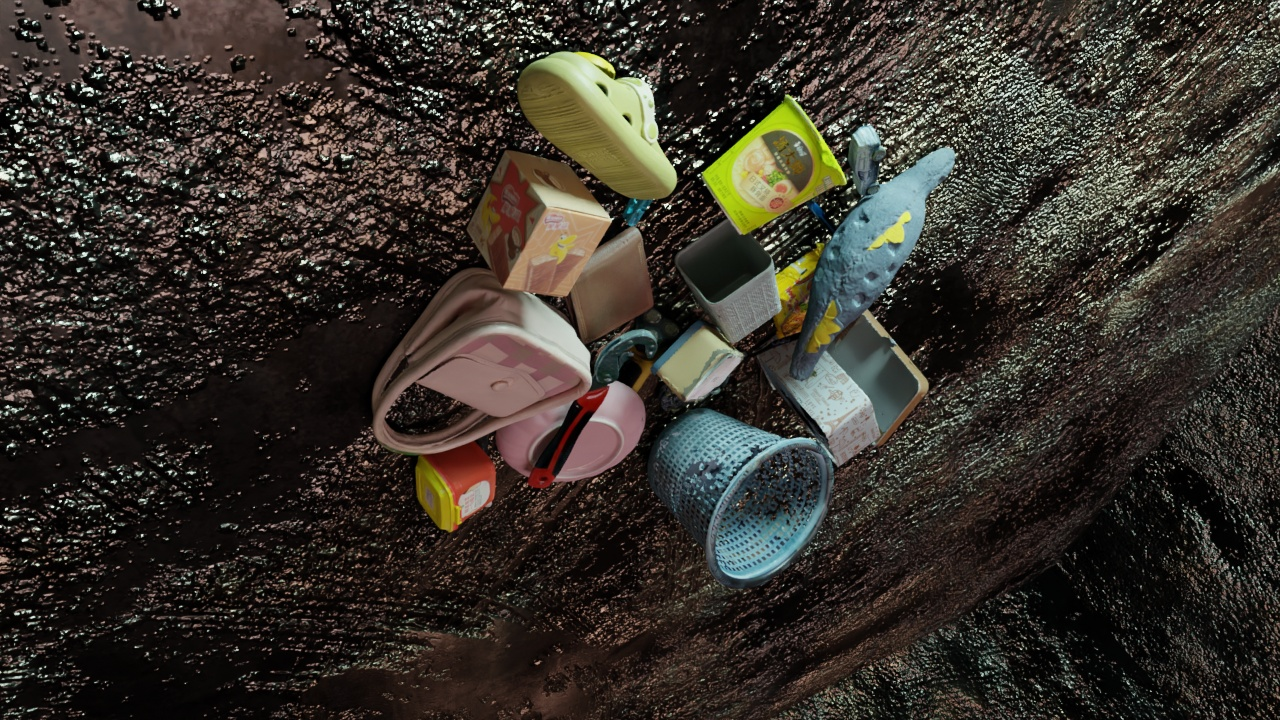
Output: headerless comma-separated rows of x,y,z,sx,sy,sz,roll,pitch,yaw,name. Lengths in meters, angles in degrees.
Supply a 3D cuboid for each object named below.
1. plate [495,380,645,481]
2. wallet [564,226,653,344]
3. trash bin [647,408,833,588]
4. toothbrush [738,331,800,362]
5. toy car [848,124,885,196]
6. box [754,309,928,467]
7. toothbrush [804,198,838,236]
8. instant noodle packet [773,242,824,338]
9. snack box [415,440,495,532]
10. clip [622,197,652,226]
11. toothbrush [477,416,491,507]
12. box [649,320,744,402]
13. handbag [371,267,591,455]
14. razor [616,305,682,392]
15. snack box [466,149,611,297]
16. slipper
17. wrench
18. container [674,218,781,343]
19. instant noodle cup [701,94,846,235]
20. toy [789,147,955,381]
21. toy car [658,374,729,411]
-0.083,0.097,1.147,0.192,0.039,0.193,-10,140,-9,plate
-0.036,-0.082,1.025,0.101,0.032,0.125,-30,146,-13,wallet
0.121,0.170,1.284,0.226,0.195,0.227,-19,124,-31,trash bin
0.199,-0.030,1.234,0.189,0.014,0.017,-21,125,27,toothbrush
0.266,-0.235,1.087,0.034,0.043,0.091,-16,144,-4,toy car
0.294,0.024,1.295,0.178,0.182,0.153,-37,146,1,box
0.248,-0.167,1.181,0.014,0.016,0.189,-36,144,17,toothbrush
0.216,-0.088,1.219,0.111,0.044,0.128,-39,145,-2,instant noodle packet
-0.219,0.148,1.100,0.080,0.082,0.091,-26,146,-31,snack box
-0.002,-0.166,0.961,0.014,0.040,0.056,-1,140,-38,clip
-0.195,0.127,1.150,0.015,0.018,0.181,-16,140,-21,toothbrush
0.072,0.003,1.128,0.090,0.061,0.184,-45,168,6,box
-0.186,0.023,0.987,0.234,0.093,0.193,-36,145,14,handbag
-0.007,0.007,1.136,0.067,0.062,0.168,-46,169,-50,razor
-0.097,-0.127,0.861,0.077,0.092,0.095,5,129,-43,snack box
-0.031,-0.219,0.833,0.190,0.092,0.081,38,64,-45,slipper
-0.066,0.063,1.071,0.056,0.016,0.274,15,128,-31,wrench
0.109,-0.089,1.088,0.090,0.090,0.114,-34,149,-1,container
0.135,-0.197,0.971,0.123,0.111,0.111,-35,146,12,instant noodle cup
0.285,-0.134,1.141,0.356,0.091,0.138,-55,160,-1,toy
0.072,0.034,1.250,0.105,0.031,0.049,-21,147,-16,toy car
